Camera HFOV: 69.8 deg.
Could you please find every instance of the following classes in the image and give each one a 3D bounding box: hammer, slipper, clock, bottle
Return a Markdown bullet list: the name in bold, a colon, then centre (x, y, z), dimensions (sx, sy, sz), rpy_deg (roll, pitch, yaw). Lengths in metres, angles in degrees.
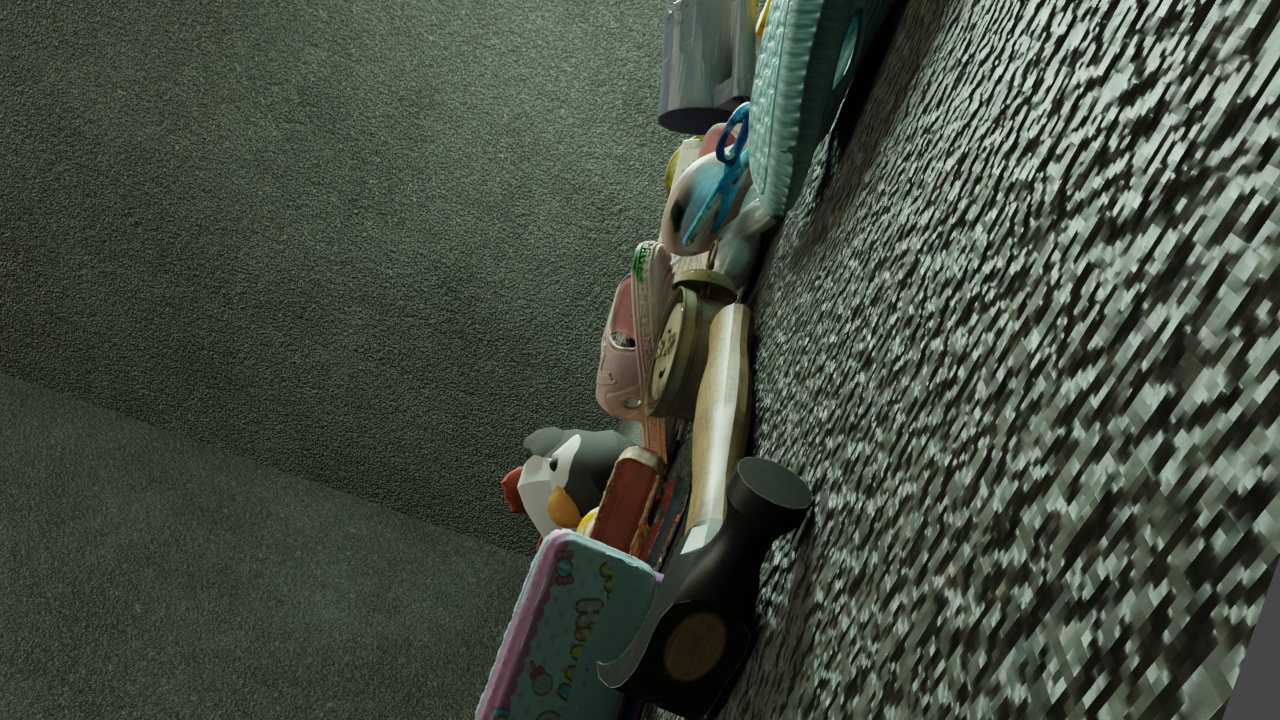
- **hammer**: centre (0.037, 0.042, 0.452), dimensions (0.304, 0.040, 0.132), rpy_deg (-72, 5, -66)
- **slipper**: centre (0.106, -0.209, 0.501), dimensions (0.115, 0.069, 0.277), rpy_deg (-83, -2, -67)
- **clock**: centre (0.043, -0.018, 0.643), dimensions (0.093, 0.054, 0.140), rpy_deg (133, 151, -74)
- **slipper**: centre (0.067, -0.144, 0.761), dimensions (0.220, 0.056, 0.107), rpy_deg (-42, -26, -56)
- **bottle**: centre (-0.025, 0.156, 0.764), dimensions (0.109, 0.063, 0.063), rpy_deg (110, 179, -73)
- **slipper**: centre (-0.005, 0.005, 0.773), dimensions (0.240, 0.064, 0.094), rpy_deg (84, -167, -49)

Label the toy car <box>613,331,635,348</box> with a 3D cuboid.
- **toy car**: centre (0.000, -0.022, 0.954), dimensions (0.113, 0.048, 0.040), rpy_deg (111, 146, -56)

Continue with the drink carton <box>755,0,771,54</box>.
- **drink carton**: centre (0.137, -0.301, 0.823), dimensions (0.122, 0.058, 0.040), rpy_deg (-85, 15, -86)

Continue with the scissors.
- **scissors**: centre (0.060, -0.130, 0.633), dimensions (0.141, 0.013, 0.113), rpy_deg (-53, -16, 25)

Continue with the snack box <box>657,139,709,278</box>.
- **snack box**: centre (0.061, -0.138, 0.885), dimensions (0.026, 0.082, 0.150), rpy_deg (16, -92, -49)

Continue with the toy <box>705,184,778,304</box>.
- **toy**: centre (0.072, -0.081, 0.698), dimensions (0.075, 0.037, 0.126), rpy_deg (-65, 0, -60)

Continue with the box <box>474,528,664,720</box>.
- **box**: centre (-0.039, 0.209, 0.492), dimensions (0.140, 0.062, 0.213), rpy_deg (45, -121, -52)

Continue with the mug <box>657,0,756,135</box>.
- **mug**: centre (0.068, -0.273, 0.839), dimensions (0.124, 0.083, 0.104), rpy_deg (175, 99, -66)

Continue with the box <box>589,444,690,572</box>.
- **box**: centre (-0.018, 0.153, 0.666), dimensions (0.076, 0.054, 0.187), rpy_deg (49, 127, 51)

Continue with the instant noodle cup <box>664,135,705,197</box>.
- **instant noodle cup**: centre (0.078, -0.182, 0.976), dimensions (0.108, 0.102, 0.102), rpy_deg (-95, 23, -66)

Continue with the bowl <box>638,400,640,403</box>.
- **bowl**: centre (0.038, -0.006, 1.003), dimensions (0.157, 0.038, 0.157), rpy_deg (-171, 100, -89)

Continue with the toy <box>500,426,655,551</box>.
- **toy**: centre (-0.039, 0.120, 0.893), dimensions (0.140, 0.159, 0.184), rpy_deg (-31, -4, -23)

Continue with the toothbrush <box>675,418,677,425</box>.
- **toothbrush**: centre (0.011, 0.112, 0.937), dimensions (0.167, 0.014, 0.016), rpy_deg (110, 179, -47)
